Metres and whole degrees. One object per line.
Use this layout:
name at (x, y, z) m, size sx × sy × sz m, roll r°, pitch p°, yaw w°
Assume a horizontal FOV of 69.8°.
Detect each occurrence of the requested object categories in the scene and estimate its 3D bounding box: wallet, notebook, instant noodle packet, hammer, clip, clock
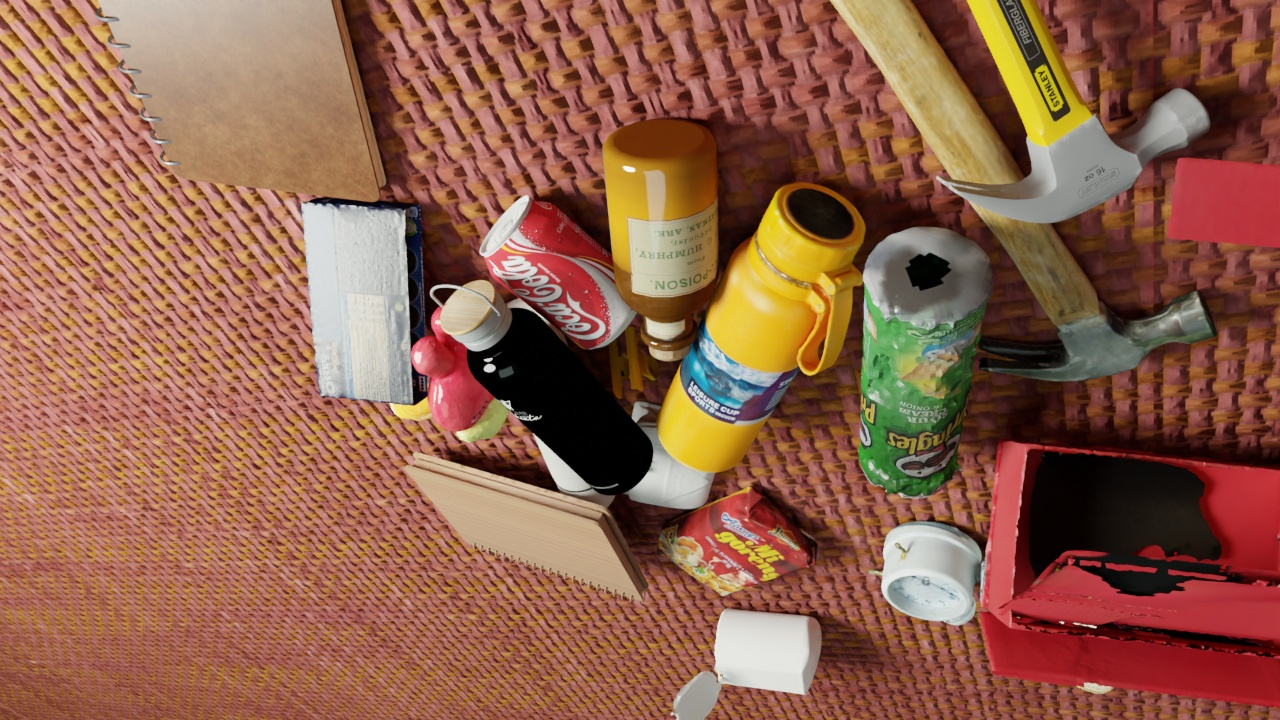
wallet at (0.025, 0.088, 0.790) m, size 0.086 × 0.032 × 0.116 m, roll 9°, pitch 137°, yaw 5°
notebook at (-0.104, 0.162, 0.872) m, size 0.211 × 0.022 × 0.169 m, roll 12°, pitch 147°, yaw 25°
instant noodle packet at (0.089, 0.172, 0.856) m, size 0.098 × 0.039 × 0.136 m, roll 43°, pitch 133°, yaw -17°
hammer at (0.153, -0.198, 0.425) m, size 0.127 × 0.029 × 0.323 m, roll -34°, pitch 117°, yaw 11°
clip at (-0.007, 0.005, 0.707) m, size 0.044 × 0.054 × 0.050 m, roll -8°, pitch 162°, yaw 0°
hammer at (0.204, -0.100, 0.534) m, size 0.132 × 0.033 × 0.330 m, roll -24°, pitch 124°, yaw 37°
clock at (0.265, 0.190, 0.801) m, size 0.117 × 0.056 × 0.083 m, roll 24°, pitch 138°, yaw 2°
notebook at (-0.260, -0.205, 0.574) m, size 0.167 × 0.024 × 0.226 m, roll 8°, pitch 137°, yaw 8°

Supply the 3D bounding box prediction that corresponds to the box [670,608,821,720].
box at (0.108, 0.318, 0.928) m, size 0.138 × 0.142 × 0.083 m, roll 2°, pitch 133°, yaw 19°

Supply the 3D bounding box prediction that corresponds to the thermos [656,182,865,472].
thermos at (0.084, -0.011, 0.629) m, size 0.091 × 0.076 × 0.233 m, roll 31°, pitch 138°, yaw 7°

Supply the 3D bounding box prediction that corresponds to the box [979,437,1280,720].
box at (0.335, 0.295, 0.565) m, size 0.215 × 0.509 × 0.141 m, roll 6°, pitch 162°, yaw 3°

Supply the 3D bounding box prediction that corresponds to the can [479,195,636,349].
can at (-0.054, -0.060, 0.632) m, size 0.105 × 0.064 × 0.064 m, roll 39°, pitch 133°, yaw -23°

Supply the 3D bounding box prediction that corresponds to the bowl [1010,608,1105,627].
bowl at (0.355, 0.189, 0.746) m, size 0.063 × 0.145 × 0.145 m, roll -26°, pitch 133°, yaw -9°

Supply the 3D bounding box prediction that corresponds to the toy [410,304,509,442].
toy at (-0.134, 0.010, 0.712) m, size 0.045 × 0.091 × 0.135 m, roll 9°, pitch 147°, yaw 22°

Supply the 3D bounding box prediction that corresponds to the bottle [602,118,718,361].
bottle at (0.016, -0.068, 0.584) m, size 0.068 × 0.067 × 0.157 m, roll 5°, pitch 129°, yaw 12°

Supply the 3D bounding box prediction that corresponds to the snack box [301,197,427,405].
snack box at (-0.203, -0.043, 0.680) m, size 0.082 × 0.027 × 0.150 m, roll 7°, pitch 109°, yaw 12°

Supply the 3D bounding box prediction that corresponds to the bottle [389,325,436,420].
bottle at (-0.192, -0.006, 0.737) m, size 0.063 × 0.063 × 0.109 m, roll -13°, pitch 117°, yaw 29°

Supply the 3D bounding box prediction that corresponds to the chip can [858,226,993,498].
chip can at (0.181, 0.011, 0.600) m, size 0.075 × 0.075 × 0.223 m, roll 3°, pitch 147°, yaw 15°

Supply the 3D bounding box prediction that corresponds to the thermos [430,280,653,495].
thermos at (-0.068, 0.017, 0.652) m, size 0.061 × 0.061 × 0.231 m, roll -10°, pitch 141°, yaw 26°

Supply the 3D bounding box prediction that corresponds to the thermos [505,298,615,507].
thermos at (-0.066, 0.047, 0.759) m, size 0.052 × 0.052 × 0.224 m, roll 0°, pitch 136°, yaw 17°
